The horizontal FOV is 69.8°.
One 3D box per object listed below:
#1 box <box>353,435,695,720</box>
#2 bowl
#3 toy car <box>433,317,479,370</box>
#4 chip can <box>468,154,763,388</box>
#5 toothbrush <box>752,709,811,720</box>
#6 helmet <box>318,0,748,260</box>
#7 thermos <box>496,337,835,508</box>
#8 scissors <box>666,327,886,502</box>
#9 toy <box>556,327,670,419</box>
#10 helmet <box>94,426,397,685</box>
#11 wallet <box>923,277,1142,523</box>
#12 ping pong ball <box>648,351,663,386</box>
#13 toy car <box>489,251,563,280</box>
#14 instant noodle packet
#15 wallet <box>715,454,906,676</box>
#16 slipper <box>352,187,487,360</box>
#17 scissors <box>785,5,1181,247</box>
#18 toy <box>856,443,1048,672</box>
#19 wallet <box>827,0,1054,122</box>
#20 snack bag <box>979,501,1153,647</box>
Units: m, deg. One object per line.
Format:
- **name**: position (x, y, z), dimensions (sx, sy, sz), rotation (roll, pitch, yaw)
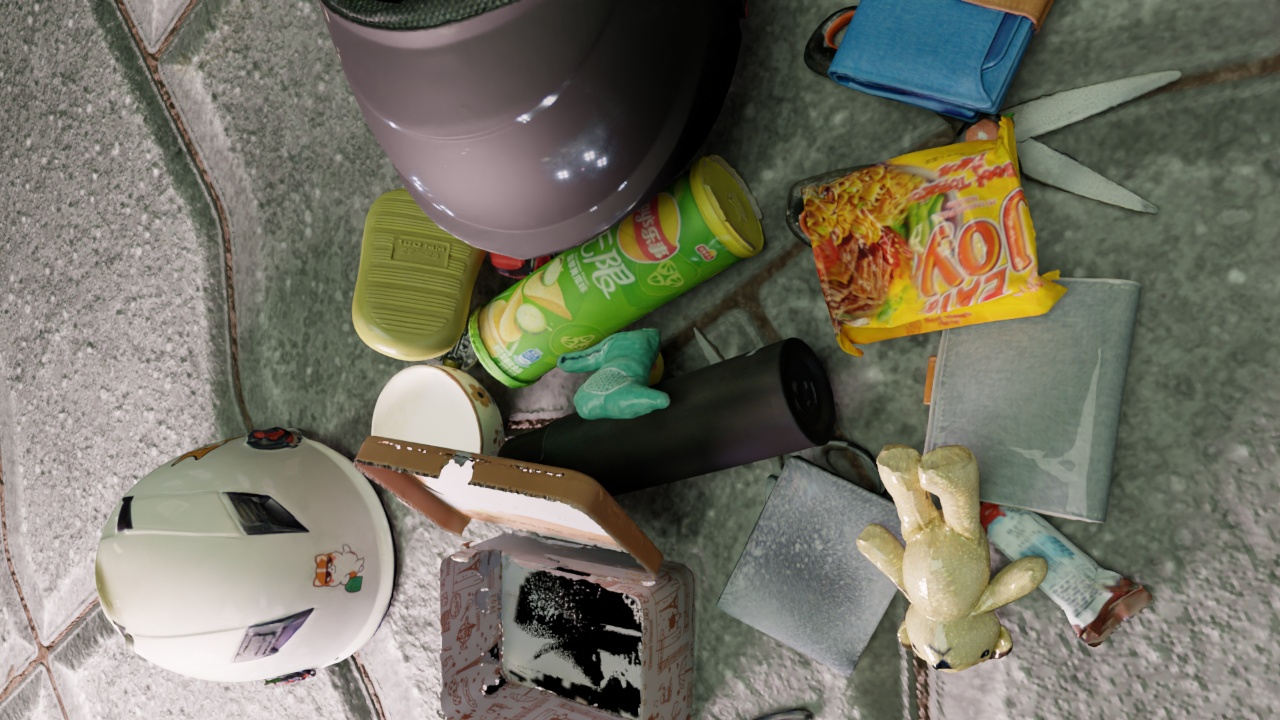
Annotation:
- **box**: position (-0.067, 0.153, 0.627), dimensions (0.179, 0.129, 0.273), rotation (5, 124, 29)
- **bowl**: position (-0.148, 0.059, 0.718), dimensions (0.114, 0.062, 0.113), rotation (1, 91, 31)
- **toy car**: position (-0.161, -0.025, 0.737), dimensions (0.090, 0.035, 0.042), rotation (26, 106, 21)
- **chip can**: position (-0.024, -0.054, 0.633), dimensions (0.222, 0.072, 0.072), rotation (-29, 78, 29)
- **toothbrush**: position (0.040, 0.270, 0.645), dimensions (0.181, 0.018, 0.015), rotation (-26, 87, 27)
- **helmet**: position (-0.054, -0.197, 0.555), dimensions (0.234, 0.273, 0.230), rotation (4, 121, 21)
- **thermos**: position (0.001, 0.055, 0.607), dimensions (0.243, 0.089, 0.068), rotation (-21, 90, 33)
- **scissors**: position (0.083, 0.056, 0.610), dimensions (0.163, 0.014, 0.166), rotation (1, 92, 31)
- **toy**: position (-0.017, 0.008, 0.594), dimensions (0.097, 0.091, 0.030), rotation (-7, 123, 23)
- **helmet**: position (-0.364, 0.177, 0.795), dimensions (0.275, 0.156, 0.230), rotation (-2, 92, 30)
- **wallet**: position (0.213, 0.017, 0.515), dimensions (0.107, 0.037, 0.129), rotation (8, 86, 37)
- **ping pong ball**: position (-0.004, 0.004, 0.642), dimensions (0.040, 0.040, 0.040), rotation (1, 93, 30)
- **toy car**: position (-0.084, -0.119, 0.682), dimensions (0.053, 0.045, 0.120), rotation (8, 94, 28)
- **instant noodle packet**: position (0.160, -0.067, 0.516), dimensions (0.129, 0.044, 0.110), rotation (-15, 83, 30)
- **wallet**: position (0.114, 0.129, 0.577), dimensions (0.097, 0.019, 0.121), rotation (25, 108, 7)
- **slipper**: position (-0.164, -0.056, 0.673), dimensions (0.091, 0.190, 0.082), rotation (13, 130, -12)
- **scissors**: position (0.178, -0.138, 0.540), dimensions (0.221, 0.021, 0.224), rotation (-34, 75, 27)
- **toy**: position (0.167, 0.110, 0.507), dimensions (0.105, 0.066, 0.157), rotation (-1, 123, 29)
- **wallet**: position (0.178, -0.208, 0.517), dimensions (0.106, 0.040, 0.133), rotation (26, 93, 30)
- **snack bag**: position (0.230, 0.111, 0.518), dimensions (0.105, 0.026, 0.045), rotation (45, 105, 20)
